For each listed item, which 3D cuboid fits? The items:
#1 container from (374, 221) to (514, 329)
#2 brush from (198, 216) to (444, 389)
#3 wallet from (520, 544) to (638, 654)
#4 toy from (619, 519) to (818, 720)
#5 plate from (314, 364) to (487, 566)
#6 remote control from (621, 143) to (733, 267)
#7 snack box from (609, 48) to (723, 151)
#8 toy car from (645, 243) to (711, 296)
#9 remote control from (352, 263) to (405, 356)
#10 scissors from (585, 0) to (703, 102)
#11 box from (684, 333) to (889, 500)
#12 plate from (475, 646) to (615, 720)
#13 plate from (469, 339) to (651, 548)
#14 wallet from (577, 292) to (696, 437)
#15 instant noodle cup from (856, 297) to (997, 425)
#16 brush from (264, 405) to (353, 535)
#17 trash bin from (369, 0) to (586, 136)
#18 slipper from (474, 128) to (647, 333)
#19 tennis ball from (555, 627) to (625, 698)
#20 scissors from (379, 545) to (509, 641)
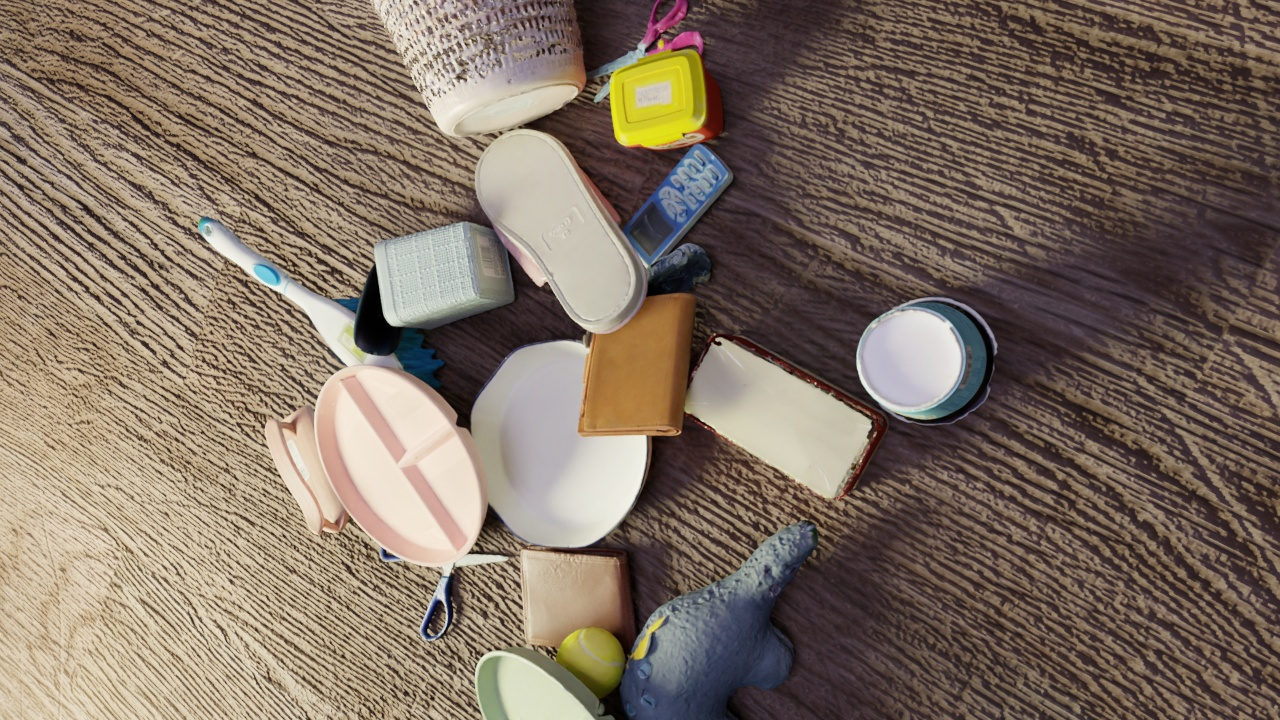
[{"bbox_3d":[-0.198,-0.089,0.949,0.112,0.089,0.090,-12,84,21],"label":"container"},{"bbox_3d":[-0.353,-0.064,1.009,0.314,0.109,0.061,39,108,20],"label":"brush"},{"bbox_3d":[-0.062,0.237,0.913,0.125,0.032,0.101,-3,93,26],"label":"wallet"},{"bbox_3d":[0.055,0.288,0.824,0.138,0.091,0.357,22,101,12],"label":"toy"},{"bbox_3d":[-0.247,0.107,0.951,0.230,0.028,0.230,13,118,27],"label":"plate"},{"bbox_3d":[0.034,-0.145,0.871,0.125,0.024,0.049,-47,71,22],"label":"remote control"},{"bbox_3d":[0.028,-0.235,0.843,0.091,0.080,0.082,-7,87,26],"label":"snack box"},{"bbox_3d":[0.025,-0.078,0.867,0.091,0.043,0.034,-35,41,26],"label":"toy car"},{"bbox_3d":[-0.270,-0.063,0.972,0.024,0.053,0.136,119,159,-46],"label":"remote control"},{"bbox_3d":[-0.003,-0.307,0.896,0.138,0.017,0.093,-11,86,29],"label":"scissors"},{"bbox_3d":[0.120,0.048,0.800,0.168,0.076,0.091,31,102,23],"label":"box"},{"bbox_3d":[-0.072,0.365,0.863,0.230,0.027,0.231,24,129,34],"label":"plate"},{"bbox_3d":[-0.077,0.082,0.912,0.205,0.045,0.205,0,90,27],"label":"plate"},{"bbox_3d":[-0.005,0.005,0.833,0.108,0.031,0.131,-5,65,26],"label":"wallet"},{"bbox_3d":[0.220,0.000,0.727,0.111,0.120,0.111,0,89,26],"label":"instant noodle cup"},{"bbox_3d":[-0.371,0.128,1.037,0.063,0.073,0.145,-30,79,22],"label":"brush"},{"bbox_3d":[-0.151,-0.329,0.871,0.228,0.227,0.192,-18,94,24],"label":"trash bin"},{"bbox_3d":[-0.076,-0.129,0.898,0.114,0.054,0.274,-44,58,10],"label":"slipper"},{"bbox_3d":[-0.047,0.284,0.860,0.066,0.065,0.065,0,90,26],"label":"tennis ball"},{"bbox_3d":[-0.218,0.222,0.996,0.162,0.012,0.176,17,96,25],"label":"scissors"}]
